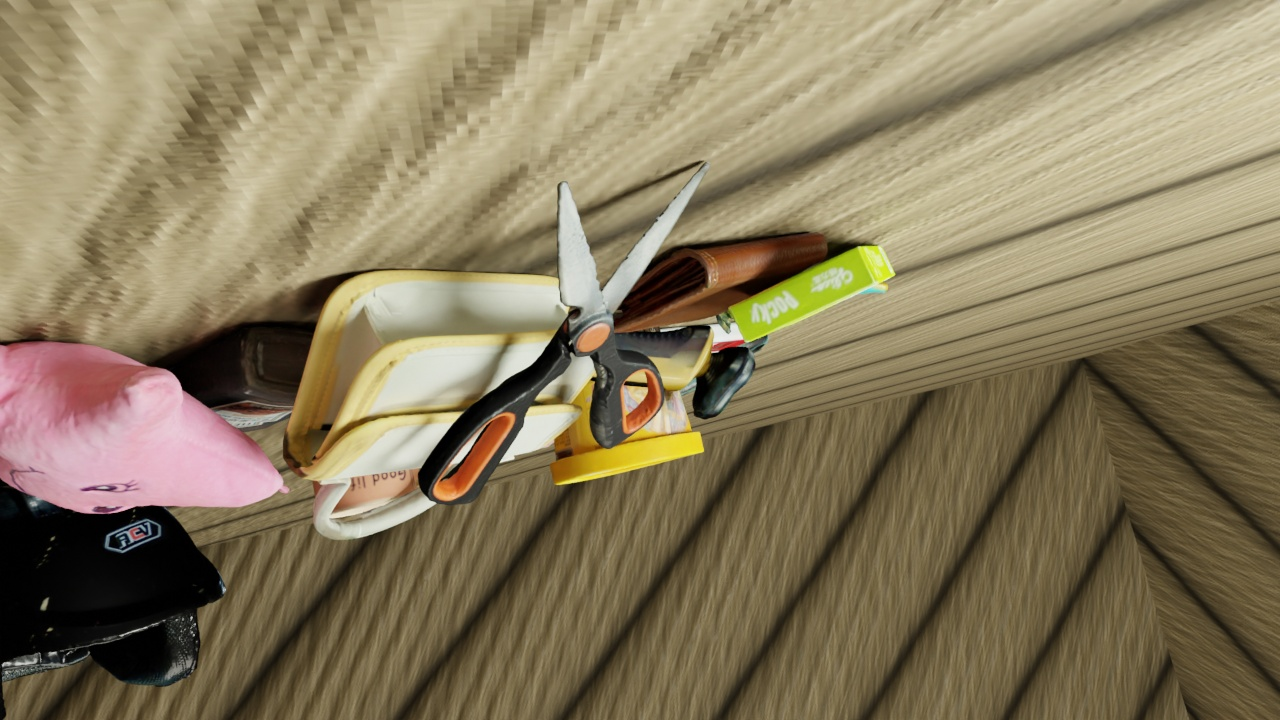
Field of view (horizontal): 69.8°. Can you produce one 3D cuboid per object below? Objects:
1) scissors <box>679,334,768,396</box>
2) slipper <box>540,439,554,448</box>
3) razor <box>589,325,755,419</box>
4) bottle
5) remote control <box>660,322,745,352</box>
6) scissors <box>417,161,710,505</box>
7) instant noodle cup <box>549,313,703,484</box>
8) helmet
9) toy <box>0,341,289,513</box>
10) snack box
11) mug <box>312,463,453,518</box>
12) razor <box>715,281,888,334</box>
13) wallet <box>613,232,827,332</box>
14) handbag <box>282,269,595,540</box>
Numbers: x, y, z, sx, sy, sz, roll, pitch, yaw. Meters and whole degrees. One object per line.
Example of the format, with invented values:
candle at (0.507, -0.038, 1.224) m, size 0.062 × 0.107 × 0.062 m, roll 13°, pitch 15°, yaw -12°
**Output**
scissors at (0.068, 0.013, 0.972) m, size 0.171 × 0.019 × 0.170 m, roll -25°, pitch 171°, yaw -15°
slipper at (-0.138, 0.077, 1.053) m, size 0.274 × 0.054 × 0.114 m, roll -14°, pitch 172°, yaw 9°
razor at (-0.004, 0.004, 0.642) m, size 0.167 × 0.067 × 0.062 m, roll 5°, pitch 178°, yaw -16°
bottle at (-0.262, 0.025, 0.571) m, size 0.195 × 0.044 × 0.079 m, roll -18°, pitch 162°, yaw 38°
remote control at (0.042, -0.016, 0.828) m, size 0.135 × 0.020 × 0.056 m, roll -7°, pitch 170°, yaw -37°
scissors at (-0.032, -0.003, 0.466) m, size 0.221 × 0.021 × 0.227 m, roll -43°, pitch 152°, yaw 9°
instant noodle cup at (-0.021, 0.030, 0.714) m, size 0.118 × 0.114 × 0.118 m, roll -13°, pitch 172°, yaw -2°
helmet at (-0.505, 0.207, 0.790) m, size 0.275 × 0.230 × 0.233 m, roll -26°, pitch 177°, yaw 17°
toy at (-0.270, 0.039, 0.477) m, size 0.178 × 0.074 × 0.195 m, roll 19°, pitch 154°, yaw -23°
snack box at (0.117, -0.046, 0.596) m, size 0.086 × 0.026 × 0.156 m, roll -26°, pitch 178°, yaw 21°
mug at (-0.169, 0.044, 0.621) m, size 0.114 × 0.106 × 0.082 m, roll -6°, pitch 169°, yaw -40°
razor at (0.122, -0.049, 0.702) m, size 0.132 × 0.028 × 0.043 m, roll -10°, pitch -165°, yaw 6°
wallet at (0.044, -0.049, 0.589) m, size 0.101 × 0.032 × 0.125 m, roll -10°, pitch 172°, yaw -35°
handbag at (-0.112, 0.038, 0.521) m, size 0.163 × 0.063 × 0.179 m, roll -3°, pitch 132°, yaw -46°
